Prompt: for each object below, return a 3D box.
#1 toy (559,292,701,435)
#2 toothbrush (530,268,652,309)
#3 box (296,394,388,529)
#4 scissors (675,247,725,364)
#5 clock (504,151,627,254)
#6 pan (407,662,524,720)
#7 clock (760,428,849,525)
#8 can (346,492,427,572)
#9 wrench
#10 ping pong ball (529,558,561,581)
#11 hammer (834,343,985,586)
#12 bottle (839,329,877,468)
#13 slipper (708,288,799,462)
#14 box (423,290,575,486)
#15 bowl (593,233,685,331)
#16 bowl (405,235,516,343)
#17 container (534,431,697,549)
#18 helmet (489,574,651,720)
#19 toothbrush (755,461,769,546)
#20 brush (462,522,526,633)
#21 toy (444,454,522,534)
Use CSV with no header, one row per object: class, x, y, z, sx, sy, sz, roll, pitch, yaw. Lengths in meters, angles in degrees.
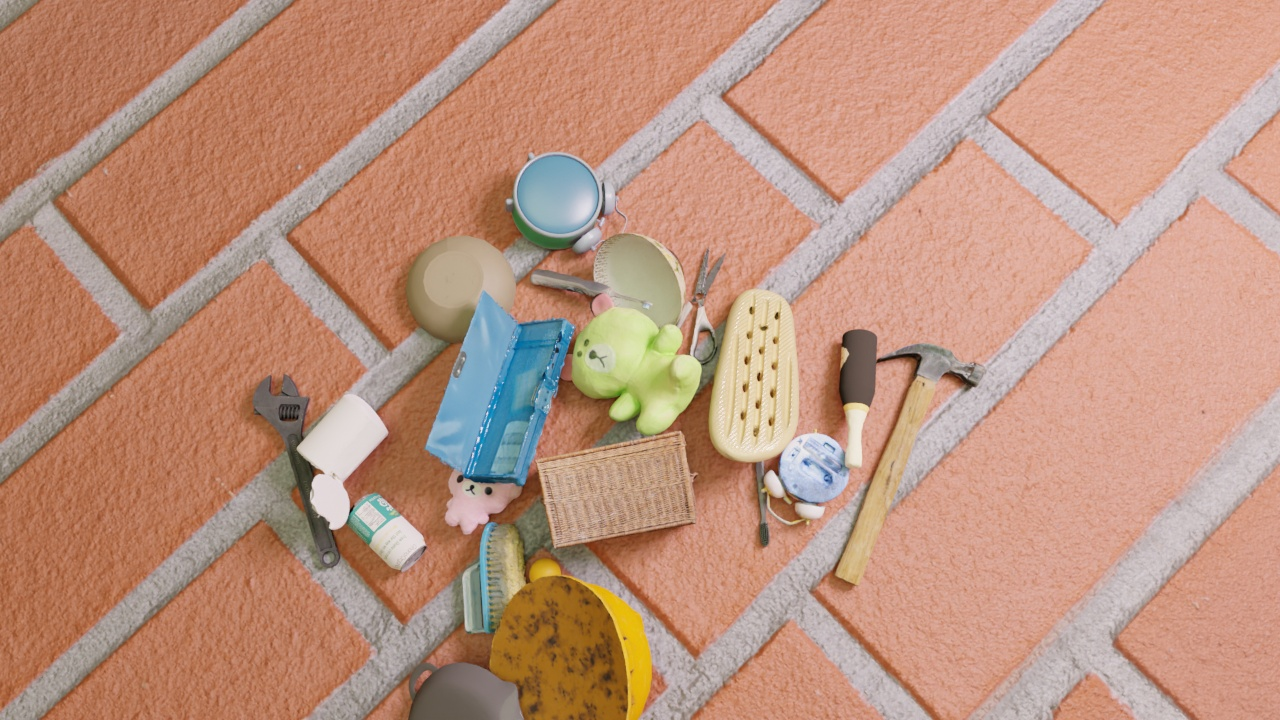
toy,-0.007,0.007,1.181,0.197,0.107,0.150,43,112,40
toothbrush,-0.065,-0.095,1.227,0.186,0.022,0.024,15,72,24
box,-0.379,0.126,1.168,0.136,0.084,0.146,31,73,37
scissors,0.082,-0.068,1.248,0.164,0.012,0.150,-34,79,-6
clock,-0.098,-0.210,1.261,0.161,0.075,0.121,25,78,-5
pan,-0.175,0.501,1.062,0.354,0.024,0.217,46,109,26
clock,0.210,0.152,1.173,0.089,0.052,0.125,37,81,9
can,-0.326,0.220,1.179,0.101,0.055,0.055,40,82,10
wrench,-0.451,0.144,1.220,0.073,0.018,0.273,-19,79,-11
ping pong ball,-0.121,0.272,1.166,0.040,0.040,0.040,-1,77,2
hammer,0.325,0.130,1.185,0.132,0.033,0.330,24,80,6
bottle,0.277,0.050,1.176,0.045,0.045,0.184,7,65,4
slipper,0.149,0.026,1.195,0.111,0.079,0.260,9,59,1
box,-0.174,0.030,1.151,0.094,0.112,0.231,-2,60,34
bowl,0.011,-0.109,1.219,0.145,0.146,0.063,42,45,10
bowl,-0.249,-0.103,1.250,0.152,0.050,0.152,-1,77,2
container,-0.026,0.162,1.150,0.198,0.114,0.112,-10,82,2
helmet,-0.065,0.372,1.091,0.205,0.131,0.255,20,100,34
toothbrush,0.157,0.158,1.195,0.013,0.013,0.167,-3,75,2
brush,-0.189,0.274,1.164,0.075,0.055,0.135,-11,76,22
toy,-0.213,0.176,1.183,0.099,0.053,0.095,24,65,12
